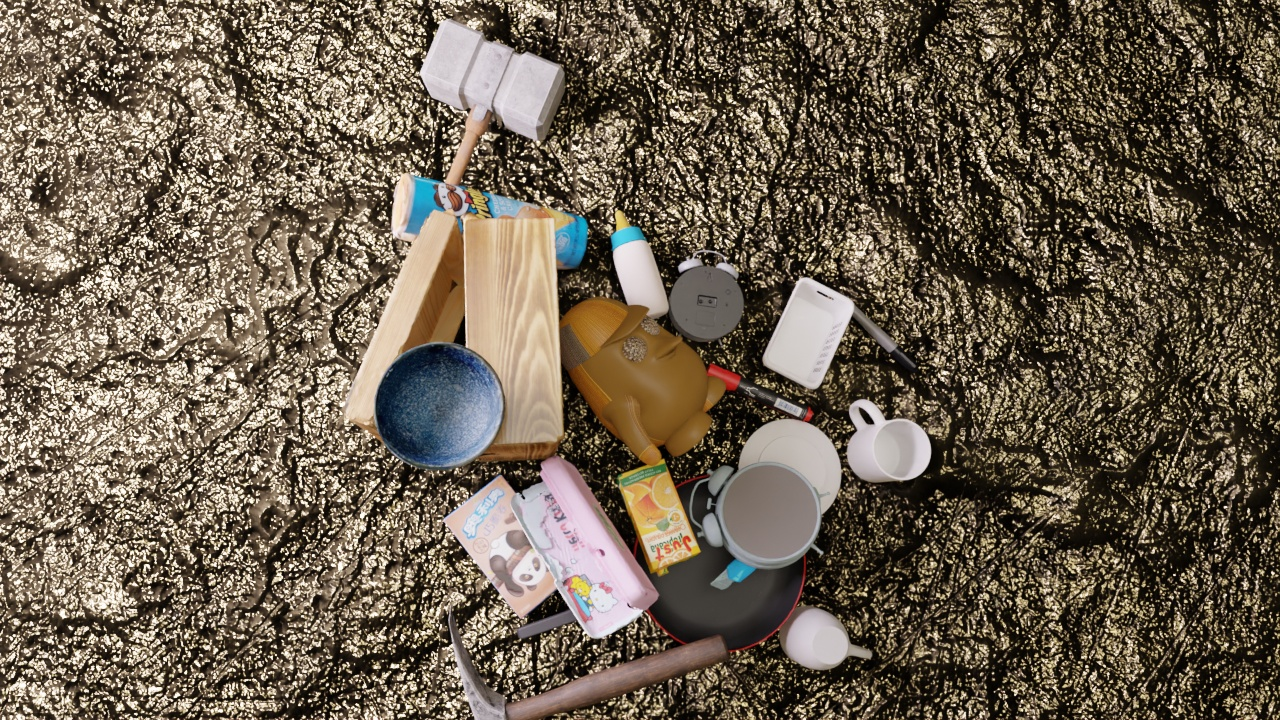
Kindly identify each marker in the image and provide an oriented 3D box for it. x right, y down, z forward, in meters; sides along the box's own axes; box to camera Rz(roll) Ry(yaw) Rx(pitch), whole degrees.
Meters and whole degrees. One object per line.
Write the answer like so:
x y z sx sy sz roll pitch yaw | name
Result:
0.316 -0.033 1.208 0.138 0.022 0.016 44 88 0 | marker
0.152 0.043 1.176 0.145 0.021 0.023 24 56 -2 | marker

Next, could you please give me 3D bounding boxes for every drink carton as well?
0.021 0.185 1.072 0.058 0.041 0.122 -19 74 -10 | drink carton

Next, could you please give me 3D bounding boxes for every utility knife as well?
0.153 0.216 1.098 0.173 0.015 0.031 -38 85 -13 | utility knife

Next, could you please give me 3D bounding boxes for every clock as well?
0.084 -0.082 1.182 0.094 0.035 0.122 8 79 -5 | clock
0.137 0.179 1.079 0.159 0.045 0.122 10 70 3 | clock

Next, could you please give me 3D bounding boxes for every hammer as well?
-0.053 0.338 1.042 0.300 0.037 0.218 -17 107 -3 | hammer
-0.228 -0.245 1.157 0.162 0.083 0.317 22 87 -3 | hammer

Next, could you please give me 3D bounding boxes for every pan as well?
0.025 0.266 1.103 0.356 0.067 0.209 -17 83 -9 | pan

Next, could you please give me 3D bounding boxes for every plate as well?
0.192 0.141 1.170 0.134 0.011 0.134 1 81 -7 | plate

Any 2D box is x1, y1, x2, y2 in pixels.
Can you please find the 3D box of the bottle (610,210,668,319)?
-0.007 -0.123 1.169 0.051 0.051 0.146 -17 83 -9 | bottle

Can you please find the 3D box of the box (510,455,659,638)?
-0.073 0.215 1.049 0.095 0.088 0.202 -38 65 3 | box

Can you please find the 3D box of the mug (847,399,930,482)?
0.300 0.098 1.149 0.073 0.090 0.110 -29 85 -11 | mug

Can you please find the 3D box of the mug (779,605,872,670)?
0.231 0.341 1.103 0.107 0.089 0.071 17 79 -4 | mug

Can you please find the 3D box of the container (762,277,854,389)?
0.211 -0.032 1.181 0.081 0.049 0.129 27 79 -2 | container

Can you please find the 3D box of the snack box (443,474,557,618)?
-0.156 0.223 1.105 0.087 0.034 0.151 -38 87 -11 | snack box

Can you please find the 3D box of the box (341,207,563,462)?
-0.195 -0.023 1.016 0.215 0.279 0.257 0 80 -6 | box

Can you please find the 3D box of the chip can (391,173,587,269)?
-0.182 -0.163 1.112 0.229 0.080 0.079 10 79 -25 | chip can

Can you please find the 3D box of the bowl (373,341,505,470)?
-0.181 0.043 0.836 0.114 0.061 0.114 1 83 -8 | bowl

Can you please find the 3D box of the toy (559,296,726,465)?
-0.007 0.006 1.083 0.203 0.163 0.198 44 39 -12 | toy
